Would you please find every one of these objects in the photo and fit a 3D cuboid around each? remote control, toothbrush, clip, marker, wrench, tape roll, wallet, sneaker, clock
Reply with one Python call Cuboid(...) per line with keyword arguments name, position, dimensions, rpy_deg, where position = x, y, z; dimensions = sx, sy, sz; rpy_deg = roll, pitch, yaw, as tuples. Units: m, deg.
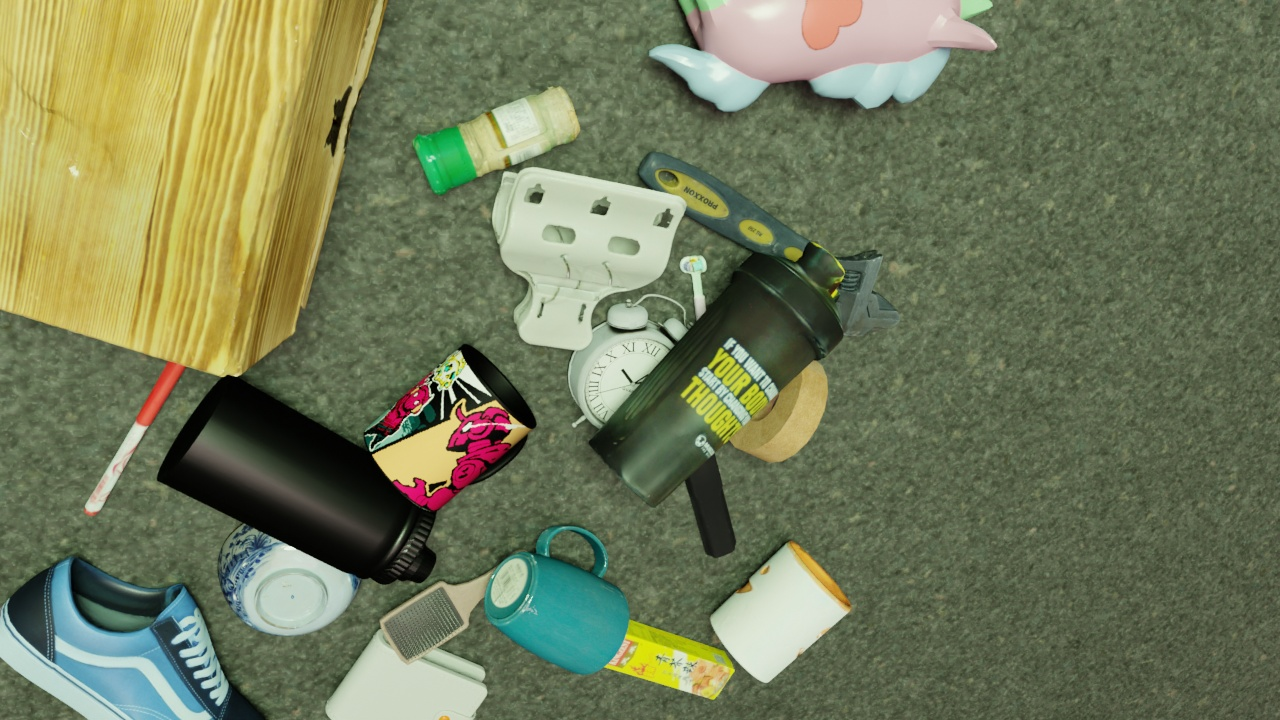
Cuboid(name="remote control", position=(0.061, 0.120, 0.818), dimensions=(0.032, 0.015, 0.136), rpy_deg=(-20, 118, -8))
Cuboid(name="toothbrush", position=(0.053, -0.013, 0.756), dimensions=(0.022, 0.015, 0.155), rpy_deg=(1, 118, 20))
Cuboid(name="clip", position=(-0.050, -0.084, 0.680), dimensions=(0.126, 0.101, 0.152), rpy_deg=(9, 139, -20))
Cuboid(name="marker", position=(-0.363, 0.055, 0.659), dimensions=(0.012, 0.013, 0.142), rpy_deg=(30, 102, -26))
Cuboid(name="wrench", position=(0.112, -0.092, 0.736), dimensions=(0.273, 0.022, 0.073), rpy_deg=(26, 111, -26))
Cuboid(name="tape roll", position=(0.110, 0.035, 0.751), dimensions=(0.027, 0.094, 0.094), rpy_deg=(25, 104, -26))
Cuboid(name="wallet", position=(-0.209, 0.304, 0.805), dimensions=(0.118, 0.037, 0.115), rpy_deg=(32, 101, -23))
Cuboid(name="sneaker", position=(-0.359, 0.236, 0.703), dimensions=(0.098, 0.083, 0.241), rpy_deg=(-41, 116, 4))
Cuboid(name="clock", position=(-0.004, 0.004, 0.735), dimensions=(0.094, 0.035, 0.123), rpy_deg=(19, 107, -24))

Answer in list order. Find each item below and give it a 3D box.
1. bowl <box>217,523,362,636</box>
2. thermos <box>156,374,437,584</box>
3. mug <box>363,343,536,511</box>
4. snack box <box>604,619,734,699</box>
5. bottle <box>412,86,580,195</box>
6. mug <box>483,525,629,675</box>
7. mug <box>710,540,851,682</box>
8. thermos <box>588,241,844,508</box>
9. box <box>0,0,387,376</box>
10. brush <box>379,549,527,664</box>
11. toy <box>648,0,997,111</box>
Cuboid(name="bowl", position=(-0.274, 0.175, 0.721), dimensions=(0.114, 0.045, 0.114), rpy_deg=(-7, 115, -15))
Cuboid(name="thermos", position=(-0.236, 0.097, 0.675), dimensions=(0.198, 0.086, 0.086), rpy_deg=(37, 99, -27))
Cuboid(name="mug", position=(-0.134, 0.057, 0.701), dimensions=(0.098, 0.082, 0.118), rpy_deg=(-41, 146, 3))
Cuboid(name="snack box", position=(0.019, 0.281, 0.869), dimensions=(0.148, 0.029, 0.040), rpy_deg=(25, 103, -25))
Cuboid(name="bottle", position=(-0.098, -0.153, 0.632), dimensions=(0.111, 0.043, 0.043), rpy_deg=(-24, 118, -7))
Cuboid(name="mug", position=(-0.070, 0.195, 0.775), dimensions=(0.104, 0.085, 0.112), rpy_deg=(37, 63, -36))
Cuboid(name="mug", position=(0.129, 0.233, 0.853), dimensions=(0.105, 0.082, 0.082), rpy_deg=(-44, 118, 6))
Cuboid(name="thermos", position=(0.062, 0.008, 0.693), dimensions=(0.221, 0.098, 0.098), rpy_deg=(-46, 118, -2))
Cuboid(name="box", position=(-0.289, -0.173, 0.513), dimensions=(0.251, 0.192, 0.280), rpy_deg=(18, 108, -8))
Cuboid(name="brush", position=(-0.149, 0.203, 0.774), dimensions=(0.135, 0.015, 0.050), rpy_deg=(-31, 109, -16))
Cuboid(name="toy", position=(0.124, -0.233, 0.632), dimensions=(0.222, 0.120, 0.171), rpy_deg=(-38, 109, 0))
